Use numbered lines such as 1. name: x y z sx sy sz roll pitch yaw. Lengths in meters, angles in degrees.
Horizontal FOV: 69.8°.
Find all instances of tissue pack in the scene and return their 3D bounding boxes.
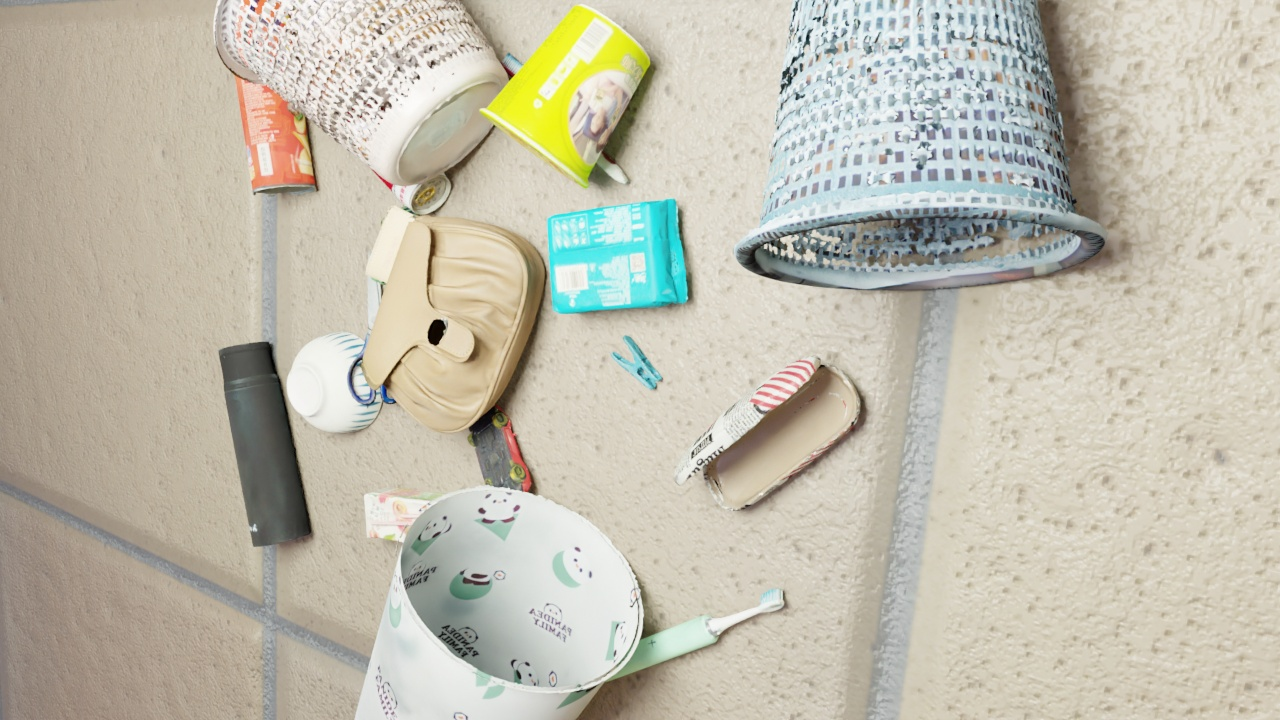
1. tissue pack: -0.022 -0.091 0.818 0.134 0.050 0.093 -2 94 33

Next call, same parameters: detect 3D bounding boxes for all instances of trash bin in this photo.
1. trash bin: 0.177 -0.160 0.601 0.227 0.226 0.195 -2 83 33
2. trash bin: -0.237 -0.279 0.849 0.192 0.226 0.228 47 119 4
3. trash bin: -0.149 0.288 0.864 0.229 0.229 0.252 39 122 22

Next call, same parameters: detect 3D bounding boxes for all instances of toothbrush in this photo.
1. toothbrush: -0.071 -0.226 0.852 0.187 0.016 0.017 47 109 19
2. toothbrush: 0.040 0.254 0.842 0.225 0.026 0.027 -32 39 32

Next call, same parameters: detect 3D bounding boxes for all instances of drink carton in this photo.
1. drink carton: -0.246 0.172 1.004 0.123 0.045 0.053 0 96 32

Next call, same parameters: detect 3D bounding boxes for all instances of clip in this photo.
1. clip: -0.003 0.004 0.842 0.056 0.013 0.039 48 119 20

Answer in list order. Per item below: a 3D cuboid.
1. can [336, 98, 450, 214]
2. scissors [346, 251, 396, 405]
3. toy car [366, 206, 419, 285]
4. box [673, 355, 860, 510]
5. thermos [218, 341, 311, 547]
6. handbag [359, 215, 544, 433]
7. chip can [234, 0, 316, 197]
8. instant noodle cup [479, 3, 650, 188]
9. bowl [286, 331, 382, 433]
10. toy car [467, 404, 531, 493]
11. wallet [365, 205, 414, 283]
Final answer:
1. can: -0.255 -0.211 0.949 0.133 0.053 0.053 46 118 19
2. scissors: -0.280 -0.036 1.011 0.108 0.012 0.174 21 83 -7
3. toy car: -0.257 -0.120 0.970 0.036 0.043 0.091 30 121 10
4. box: 0.093 0.058 0.745 0.163 0.088 0.076 -43 56 32
5. thermos: -0.464 0.101 1.131 0.090 0.068 0.242 -14 87 66
6. handbag: -0.184 -0.036 0.884 0.148 0.099 0.205 24 104 5
7. chip can: -0.415 -0.296 1.030 0.073 0.073 0.216 -6 94 33
8. instant noodle cup: -0.056 -0.229 0.784 0.112 0.111 0.123 37 95 23
9. bowl: -0.356 0.028 1.041 0.117 0.066 0.116 5 100 32
10. toy car: -0.144 0.095 0.934 0.049 0.031 0.106 -37 64 27
11. wallet: -0.213 -0.101 0.933 0.115 0.024 0.087 26 112 0
